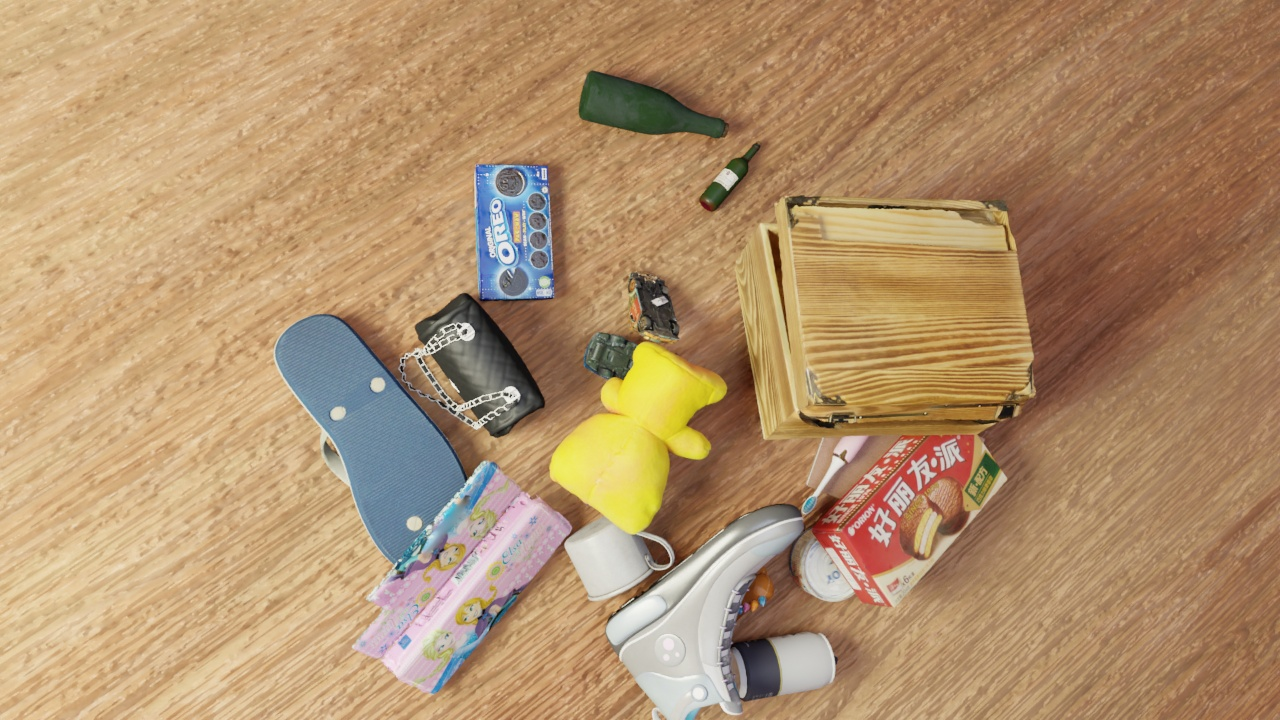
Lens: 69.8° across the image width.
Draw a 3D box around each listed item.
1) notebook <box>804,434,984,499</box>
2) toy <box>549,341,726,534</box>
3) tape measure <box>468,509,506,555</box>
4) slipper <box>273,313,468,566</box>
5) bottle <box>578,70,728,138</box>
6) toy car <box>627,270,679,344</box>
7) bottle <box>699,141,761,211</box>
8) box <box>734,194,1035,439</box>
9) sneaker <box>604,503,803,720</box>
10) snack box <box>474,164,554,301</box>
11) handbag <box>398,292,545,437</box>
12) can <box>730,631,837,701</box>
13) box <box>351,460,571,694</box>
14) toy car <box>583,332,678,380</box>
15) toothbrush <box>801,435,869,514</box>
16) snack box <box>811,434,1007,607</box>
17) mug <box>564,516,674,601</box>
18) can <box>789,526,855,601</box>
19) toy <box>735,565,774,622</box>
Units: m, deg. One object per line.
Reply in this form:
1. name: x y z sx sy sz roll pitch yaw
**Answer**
1. notebook: 0.318 0.124 1.136 0.209 0.008 0.141 23 82 -13
2. toy: 0.003 0.076 0.961 0.134 0.087 0.193 35 85 10
3. tape measure: -0.175 0.183 0.993 0.059 0.030 0.068 -1 95 -15
4. slipper: -0.274 0.085 0.959 0.118 0.060 0.295 -34 93 -17
5. bottle: 0.019 -0.284 1.053 0.174 0.055 0.055 10 85 -15
6. toy car: 0.009 -0.052 1.037 0.047 0.047 0.111 10 42 -23
7. bottle: 0.110 -0.221 1.088 0.025 0.025 0.106 42 79 -9
8. box: 0.271 -0.038 1.013 0.279 0.176 0.247 0 68 -16
9. sneaker: 0.094 0.275 0.968 0.257 0.093 0.160 -38 69 12
10. snack box: -0.141 -0.141 1.018 0.082 0.027 0.150 -3 88 -14
11. handbag: -0.179 0.015 0.950 0.114 0.125 0.153 -33 96 -14
12. can: 0.166 0.351 1.058 0.127 0.064 0.064 -4 88 -15
13. box: -0.184 0.224 0.941 0.230 0.035 0.159 -50 140 -11
14. toy car: -0.006 0.006 1.038 0.120 0.044 0.056 22 82 -11
15. toothbrush: 0.258 0.093 1.102 0.027 0.026 0.222 33 78 18
16. snack box: 0.318 0.167 1.076 0.235 0.060 0.113 -39 97 -25
17. mug: -0.021 0.207 0.996 0.113 0.084 0.070 -26 92 24
18. can: 0.223 0.240 1.089 0.086 0.043 0.086 0 88 -13
19. toy: 0.109 0.279 1.025 0.070 0.090 0.102 36 47 -20
